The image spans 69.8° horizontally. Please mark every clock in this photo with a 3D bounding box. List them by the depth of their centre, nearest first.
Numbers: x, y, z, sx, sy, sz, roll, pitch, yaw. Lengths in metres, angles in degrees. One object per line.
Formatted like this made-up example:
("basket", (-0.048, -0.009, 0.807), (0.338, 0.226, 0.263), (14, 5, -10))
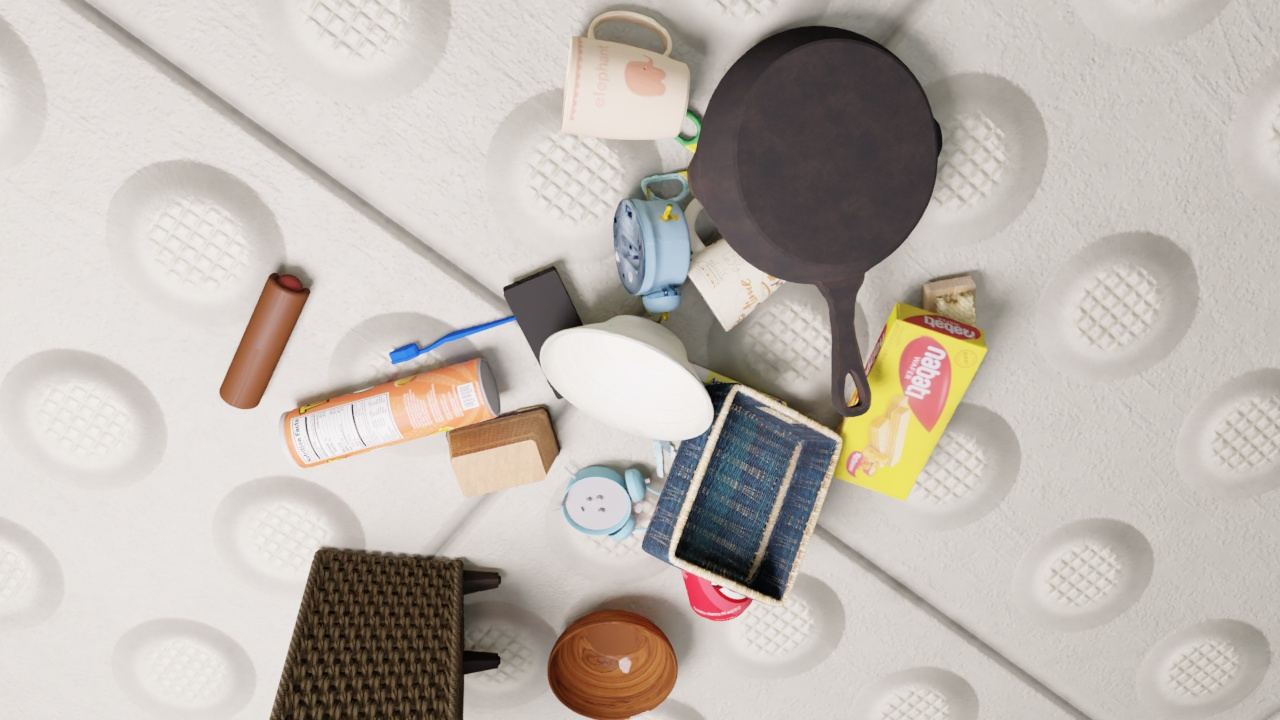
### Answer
("clock", (0.010, -0.094, 0.855), (0.051, 0.088, 0.125), (-8, 119, -19))
("clock", (-0.029, 0.156, 0.994), (0.123, 0.042, 0.087), (13, 113, -7))

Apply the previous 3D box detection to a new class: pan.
("pan", (0.177, -0.117, 0.822), (0.248, 0.043, 0.356), (-12, 102, -11))

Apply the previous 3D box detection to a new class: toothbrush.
("toothbrush", (-0.164, -0.032, 0.918), (0.187, 0.016, 0.011), (-19, 114, 4))

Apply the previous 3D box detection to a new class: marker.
("marker", (0.091, 0.026, 0.955), (0.132, 0.014, 0.014), (23, 111, -12))

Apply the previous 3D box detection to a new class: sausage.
("sausage", (-0.370, -0.018, 0.901), (0.040, 0.040, 0.156), (27, 112, -14))

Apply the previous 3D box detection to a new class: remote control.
("remote control", (-0.084, -0.026, 0.916), (0.058, 0.013, 0.133), (-22, 118, 3))

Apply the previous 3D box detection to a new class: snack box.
("snack box", (0.264, 0.045, 0.930), (0.092, 0.042, 0.201), (20, 122, 4))

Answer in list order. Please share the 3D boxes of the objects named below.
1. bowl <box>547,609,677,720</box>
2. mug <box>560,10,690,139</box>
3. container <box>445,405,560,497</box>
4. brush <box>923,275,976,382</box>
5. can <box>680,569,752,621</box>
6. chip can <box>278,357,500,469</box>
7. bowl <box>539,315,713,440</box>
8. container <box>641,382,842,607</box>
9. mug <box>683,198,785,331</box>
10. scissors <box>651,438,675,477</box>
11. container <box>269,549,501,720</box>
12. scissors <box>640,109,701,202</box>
("bowl", (-0.033, 0.338, 1.062), (0.147, 0.068, 0.147), (-1, 115, -2))
("mug", (-0.012, -0.247, 0.796), (0.104, 0.085, 0.111), (7, 84, -8))
("container", (-0.144, 0.097, 0.950), (0.114, 0.061, 0.063), (-13, 114, 3))
("brush", (0.316, -0.024, 0.928), (0.049, 0.039, 0.117), (-10, 118, 1))
("can", (0.078, 0.213, 1.007), (0.074, 0.074, 0.142), (-13, 115, 3))
("chip can", (-0.251, 0.054, 0.926), (0.210, 0.062, 0.062), (-15, 114, 4))
("bowl", (-0.005, 0.005, 0.883), (0.177, 0.057, 0.177), (18, 150, 11))
("container", (0.102, 0.133, 0.922), (0.145, 0.071, 0.187), (27, 77, -20))
("mug", (0.088, -0.104, 0.870), (0.097, 0.081, 0.122), (-34, 95, 5))
("scissors", (0.027, 0.069, 0.973), (0.086, 0.015, 0.135), (-29, 114, 9))
("container", (-0.244, 0.352, 0.933), (0.205, 0.320, 0.177), (0, 115, -10))
("scissors", (0.057, -0.177, 0.861), (0.128, 0.012, 0.120), (35, 110, -15))
